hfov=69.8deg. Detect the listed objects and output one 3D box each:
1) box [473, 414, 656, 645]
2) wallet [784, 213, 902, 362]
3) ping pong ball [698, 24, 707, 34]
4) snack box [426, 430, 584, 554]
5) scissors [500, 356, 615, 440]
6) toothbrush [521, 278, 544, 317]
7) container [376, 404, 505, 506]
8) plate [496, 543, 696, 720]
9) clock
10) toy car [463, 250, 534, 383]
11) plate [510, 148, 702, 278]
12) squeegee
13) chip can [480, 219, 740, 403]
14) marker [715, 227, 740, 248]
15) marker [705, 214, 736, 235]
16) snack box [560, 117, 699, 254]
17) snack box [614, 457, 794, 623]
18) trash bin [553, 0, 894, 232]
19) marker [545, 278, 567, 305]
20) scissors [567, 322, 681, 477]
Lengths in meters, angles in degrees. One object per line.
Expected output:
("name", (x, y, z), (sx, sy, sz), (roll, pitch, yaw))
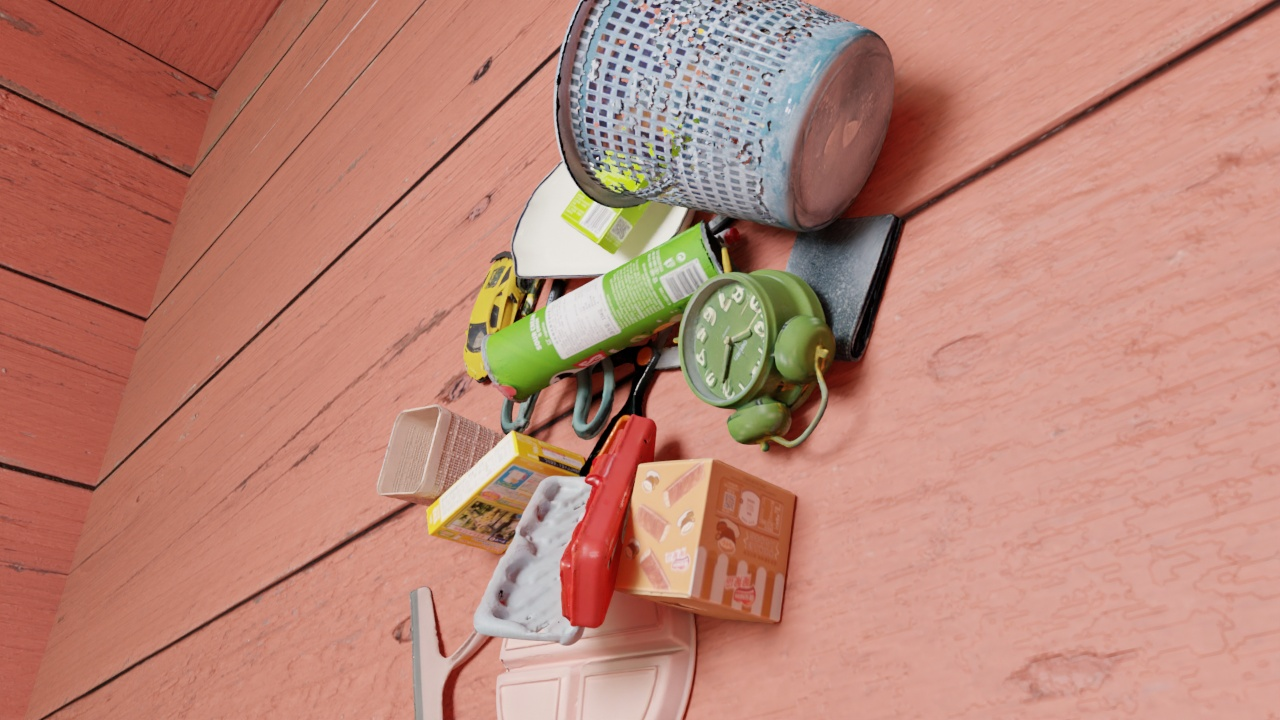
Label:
("box", (-0.055, 0.120, 0.706), (0.201, 0.100, 0.102), (-66, -18, -63))
("wallet", (0.144, -0.057, 0.710), (0.097, 0.019, 0.120), (6, 72, 52))
("ping pong ball", (0.079, -0.337, 0.931), (0.040, 0.040, 0.040), (-28, 50, 38))
("snack box", (-0.126, 0.127, 0.864), (0.141, 0.087, 0.033), (-43, 43, 25))
("scissors", (-0.085, 0.019, 0.893), (0.181, 0.019, 0.170), (-33, 51, 30))
("toothbrush", (-0.098, -0.135, 1.047), (0.017, 0.012, 0.185), (11, 77, 41))
("container", (-0.188, 0.107, 0.929), (0.090, 0.111, 0.090), (-11, 61, 47))
("plate", (-0.047, 0.245, 0.751), (0.230, 0.028, 0.229), (-29, 48, 38))
("clock", (0.088, -0.003, 0.690), (0.161, 0.056, 0.116), (54, 129, 41))
("toy car", (-0.168, -0.050, 1.056), (0.071, 0.041, 0.155), (0, 71, 50))
("plate", (-0.034, -0.149, 0.946), (0.266, 0.034, 0.161), (2, 66, 46))
("squeegee", (-0.145, 0.232, 0.854), (0.250, 0.040, 0.247), (-57, 29, 24))
("chip can", (-0.028, -0.040, 0.812), (0.236, 0.072, 0.072), (-26, 49, 21))
("marker", (0.028, -0.085, 0.843), (0.146, 0.017, 0.017), (-25, 51, 31))
("marker", (0.070, -0.123, 0.839), (0.124, 0.015, 0.018), (-40, 42, 25))
("snack box", (-0.009, -0.185, 0.894), (0.156, 0.026, 0.086), (-55, 41, 3))
("snack box", (0.047, 0.129, 0.652), (0.077, 0.092, 0.094), (-11, 61, 47))
("trash bin", (0.077, -0.199, 0.717), (0.195, 0.226, 0.226), (29, 92, 32))
("marker", (-0.093, -0.077, 1.003), (0.018, 0.015, 0.124), (1, 69, 49))
("scissors", (-0.005, 0.009, 0.848), (0.221, 0.021, 0.233), (19, 83, 48))
